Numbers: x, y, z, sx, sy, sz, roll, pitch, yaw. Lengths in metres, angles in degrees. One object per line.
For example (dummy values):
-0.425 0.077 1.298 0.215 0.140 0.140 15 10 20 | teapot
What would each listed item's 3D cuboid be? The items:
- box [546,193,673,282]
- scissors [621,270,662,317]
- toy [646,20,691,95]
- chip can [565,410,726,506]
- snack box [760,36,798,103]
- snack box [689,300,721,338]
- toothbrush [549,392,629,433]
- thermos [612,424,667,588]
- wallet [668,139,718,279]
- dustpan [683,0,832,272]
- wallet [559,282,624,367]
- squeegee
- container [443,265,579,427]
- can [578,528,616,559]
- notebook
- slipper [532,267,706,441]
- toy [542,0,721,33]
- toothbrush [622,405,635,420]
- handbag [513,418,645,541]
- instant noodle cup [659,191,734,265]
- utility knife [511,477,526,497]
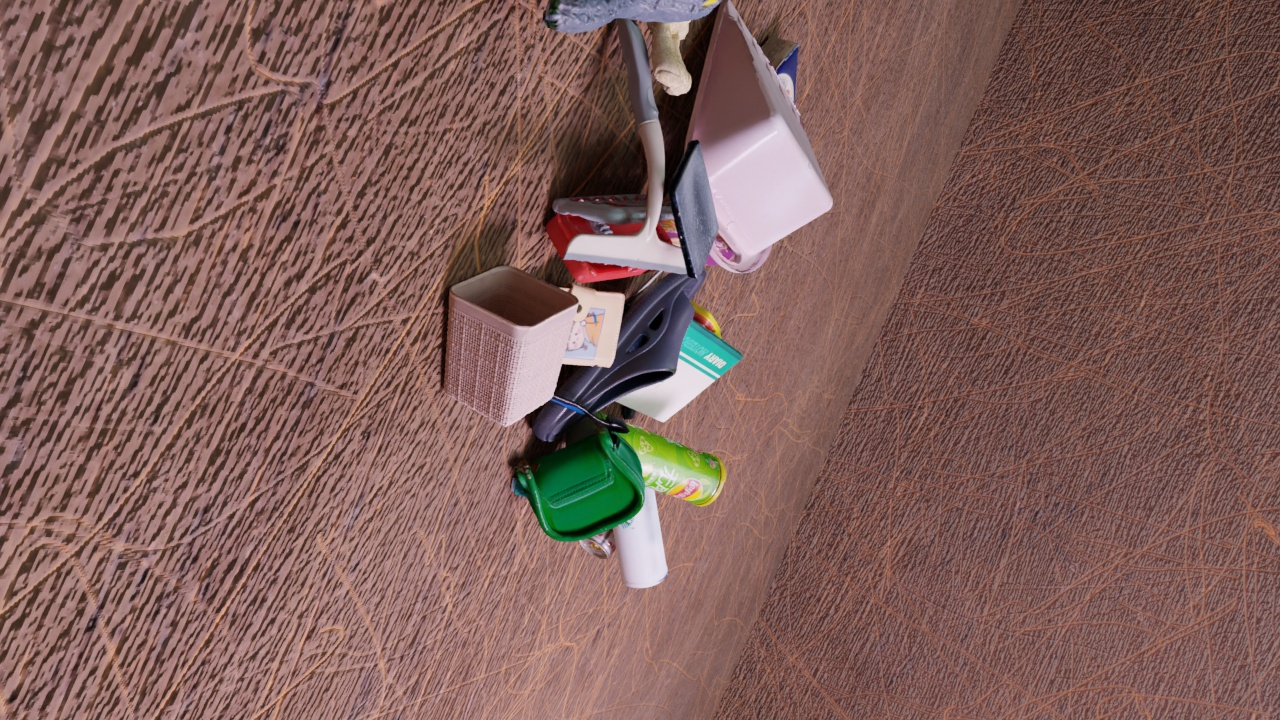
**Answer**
-0.008 -0.145 0.949 0.092 0.094 0.201 -33 173 28 | box
-0.017 -0.064 1.011 0.128 0.012 0.174 -37 175 -27 | scissors
0.035 -0.328 0.867 0.105 0.066 0.157 25 68 -62 | toy
0.007 0.123 1.152 0.221 0.073 0.072 23 90 -35 | chip can
0.149 -0.304 1.224 0.177 0.046 0.183 -54 154 -29 | snack box
0.059 -0.034 1.244 0.080 0.082 0.091 -54 156 -5 | snack box
-0.081 0.042 0.958 0.189 0.014 0.016 27 42 -36 | toothbrush
-0.013 0.194 1.237 0.073 0.073 0.224 -35 121 -53 | thermos
0.052 -0.149 0.901 0.120 0.019 0.097 -69 148 -52 | wallet
0.114 -0.245 1.064 0.222 0.139 0.272 43 27 -43 | dustpan
-0.072 -0.037 0.939 0.115 0.024 0.087 5 110 -33 | wallet
0.003 -0.209 0.852 0.246 0.039 0.246 -3 89 -61 | squeegee
-0.121 -0.012 0.832 0.089 0.090 0.111 -35 145 -54 | container
-0.032 0.217 1.312 0.132 0.053 0.053 -54 155 -30 | can
0.040 0.014 1.203 0.150 0.012 0.209 -40 152 12 | notebook
-0.006 0.006 1.039 0.268 0.083 0.111 -46 171 -9 | slipper
0.028 -0.364 0.777 0.138 0.092 0.355 44 59 -27 | toy
-0.001 -0.002 1.218 0.014 0.017 0.189 -27 135 -53 | toothbrush
-0.066 0.136 1.041 0.120 0.131 0.068 59 9 -33 | handbag
0.077 -0.184 1.103 0.112 0.112 0.099 68 42 -61 | instant noodle cup
-0.118 0.156 1.109 0.029 0.013 0.161 -68 156 -6 | utility knife
